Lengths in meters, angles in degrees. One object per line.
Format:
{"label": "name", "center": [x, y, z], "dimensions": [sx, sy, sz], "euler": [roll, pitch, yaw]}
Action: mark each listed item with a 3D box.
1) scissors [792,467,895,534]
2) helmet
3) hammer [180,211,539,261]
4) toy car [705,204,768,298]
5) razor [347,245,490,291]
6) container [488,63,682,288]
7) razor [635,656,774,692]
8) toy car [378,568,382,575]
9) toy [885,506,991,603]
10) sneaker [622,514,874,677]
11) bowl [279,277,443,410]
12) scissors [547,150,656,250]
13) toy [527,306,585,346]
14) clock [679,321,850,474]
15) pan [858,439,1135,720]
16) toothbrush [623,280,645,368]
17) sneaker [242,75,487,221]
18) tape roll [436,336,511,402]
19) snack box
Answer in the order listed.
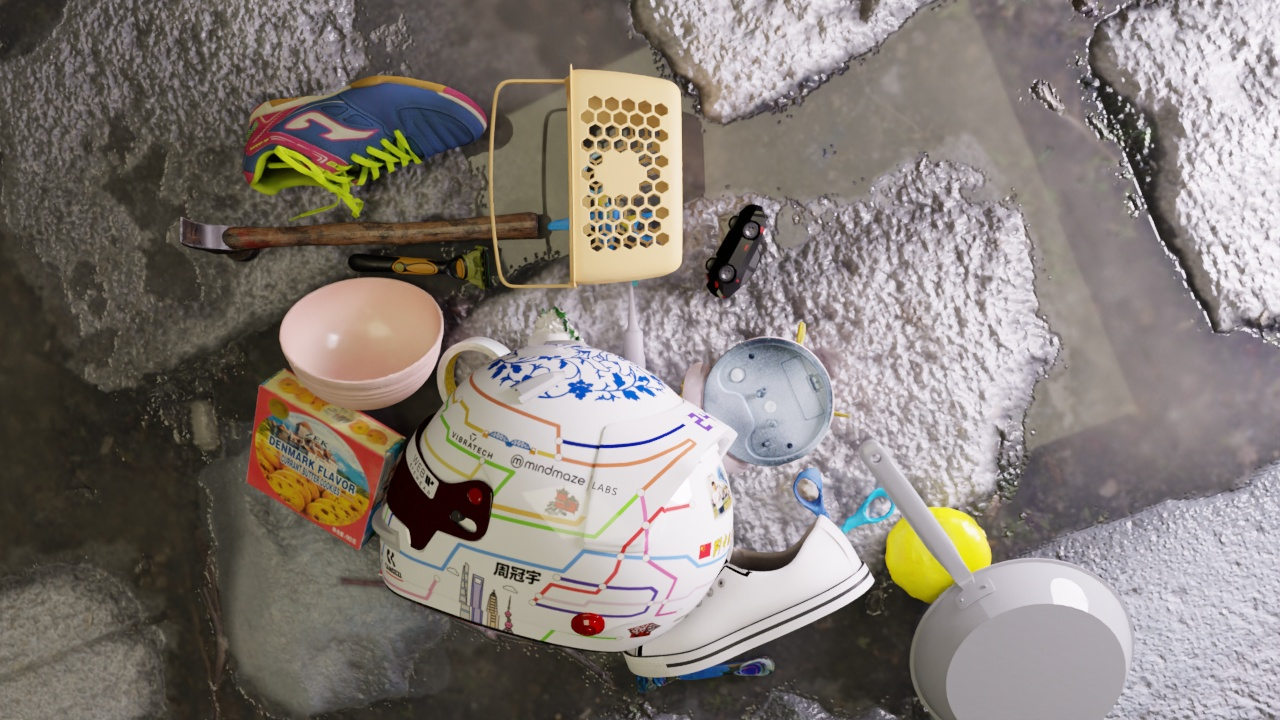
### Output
{"label": "scissors", "center": [0.177, 0.158, 0.877], "dimensions": [0.119, 0.014, 0.129], "euler": [35, 106, 1]}
{"label": "helmet", "center": [-0.074, 0.101, 0.781], "dimensions": [0.315, 0.230, 0.236], "euler": [12, 101, 19]}
{"label": "hammer", "center": [-0.263, -0.123, 0.879], "dimensions": [0.330, 0.120, 0.033], "euler": [-2, 91, 4]}
{"label": "toy car", "center": [0.092, -0.099, 0.847], "dimensions": [0.036, 0.042, 0.092], "euler": [25, 100, -20]}
{"label": "razor", "center": [-0.219, -0.093, 0.902], "dimensions": [0.144, 0.021, 0.044], "euler": [4, 114, 8]}
{"label": "container", "center": [-0.050, -0.156, 0.808], "dimensions": [0.167, 0.129, 0.183], "euler": [0, 94, -2]}
{"label": "razor", "center": [0.062, 0.306, 0.909], "dimensions": [0.141, 0.018, 0.044], "euler": [-7, 95, 11]}
{"label": "toy car", "center": [-0.218, 0.219, 0.937], "dimensions": [0.089, 0.038, 0.025], "euler": [20, 102, 7]}
{"label": "toy", "center": [0.275, 0.180, 0.847], "dimensions": [0.094, 0.041, 0.095], "euler": [-27, 92, 16]}
{"label": "sneaker", "center": [0.084, 0.212, 0.857], "dimensions": [0.246, 0.091, 0.097], "euler": [-27, 88, 17]}
{"label": "bowl", "center": [-0.261, -0.006, 0.880], "dimensions": [0.153, 0.152, 0.076], "euler": [12, 133, 8]}
{"label": "scissors", "center": [-0.030, -0.140, 0.876], "dimensions": [0.125, 0.013, 0.130], "euler": [-7, 91, 9]}
{"label": "toy", "center": [-0.086, 0.007, 0.890], "dimensions": [0.109, 0.041, 0.095], "euler": [-37, 90, 27]}
{"label": "clock", "center": [0.102, 0.043, 0.851], "dimensions": [0.158, 0.058, 0.117], "euler": [-25, 91, 12]}
{"label": "pan", "center": [0.300, 0.213, 0.810], "dimensions": [0.201, 0.050, 0.356], "euler": [-35, 104, 13]}
{"label": "toothbrush", "center": [-0.005, 0.005, 0.886], "dimensions": [0.019, 0.018, 0.188], "euler": [-2, 96, 8]}
{"label": "sneaker", "center": [-0.262, -0.197, 0.872], "dimensions": [0.242, 0.116, 0.091], "euler": [-4, 68, 14]}
{"label": "tape roll", "center": [-0.155, 0.024, 0.898], "dimensions": [0.094, 0.019, 0.094], "euler": [9, 112, 23]}
{"label": "snack box", "center": [-0.315, 0.099, 0.912], "dimensions": [0.142, 0.040, 0.145], "euler": [29, 127, 6]}
